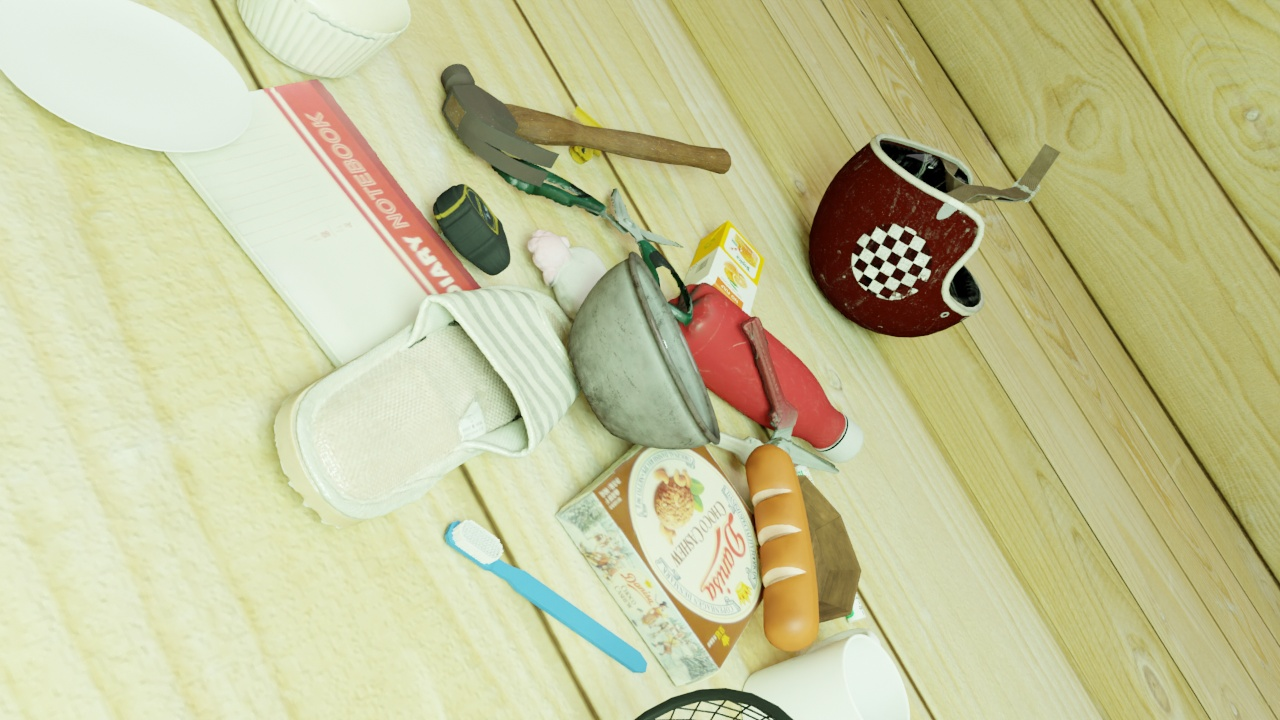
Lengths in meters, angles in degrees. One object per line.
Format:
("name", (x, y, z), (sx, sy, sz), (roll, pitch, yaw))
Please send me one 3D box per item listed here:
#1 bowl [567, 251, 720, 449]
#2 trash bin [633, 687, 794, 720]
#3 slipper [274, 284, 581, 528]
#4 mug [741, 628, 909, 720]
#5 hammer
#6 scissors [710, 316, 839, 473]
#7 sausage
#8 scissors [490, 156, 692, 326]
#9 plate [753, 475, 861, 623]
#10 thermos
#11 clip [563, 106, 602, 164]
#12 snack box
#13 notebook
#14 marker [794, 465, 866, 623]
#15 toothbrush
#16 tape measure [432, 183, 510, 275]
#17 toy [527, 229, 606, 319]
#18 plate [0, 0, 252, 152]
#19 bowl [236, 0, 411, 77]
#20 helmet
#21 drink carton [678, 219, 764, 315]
("bowl", (-0.004, 0.004, 0.639), (0.145, 0.067, 0.145), (-24, 89, -82))
("trash bin", (0.079, 0.302, 0.464), (0.210, 0.185, 0.183), (44, 35, -27))
("slipper", (-0.108, 0.015, 0.569), (0.114, 0.054, 0.271), (60, 32, -1))
("mug", (0.136, 0.235, 0.658), (0.074, 0.091, 0.110), (52, 34, -6))
("hammer", (-0.030, -0.198, 0.829), (0.322, 0.033, 0.115), (-3, 50, -45))
("scissors", (0.096, 0.055, 0.784), (0.179, 0.015, 0.199), (-11, 110, -22))
("sausage", (0.104, 0.134, 0.675), (0.044, 0.039, 0.164), (34, 38, -34))
("scissors", (-0.033, -0.111, 0.772), (0.204, 0.015, 0.201), (21, 29, -28))
("plate", (0.134, 0.159, 0.774), (0.131, 0.025, 0.131), (27, 46, -33))
("thermos", (0.117, 0.022, 0.834), (0.240, 0.073, 0.073), (36, 38, -27))
("clip", (-0.050, -0.209, 0.865), (0.054, 0.046, 0.048), (37, 13, -28))
("snack box", (0.028, 0.130, 0.659), (0.147, 0.041, 0.142), (55, 33, 0))
("notebook", (-0.195, -0.087, 0.593), (0.209, 0.012, 0.152), (52, 33, -5))
("marker", (0.169, 0.163, 0.828), (0.017, 0.017, 0.145), (10, 55, -47))
("toothbrush", (-0.053, 0.149, 0.567), (0.166, 0.014, 0.016), (41, 36, -22))
("tape measure", (-0.122, -0.095, 0.657), (0.061, 0.034, 0.061), (49, 9, -35))
("toy", (-0.043, -0.059, 0.737), (0.122, 0.038, 0.079), (40, 45, -26))
("plate", (-0.292, -0.163, 0.522), (0.134, 0.011, 0.134), (27, 37, -22))
("bowl", (-0.227, -0.248, 0.640), (0.115, 0.063, 0.115), (30, 37, -27))
("helmet", (0.325, -0.154, 1.077), (0.234, 0.254, 0.232), (27, 31, 1))
("drink carton", (0.081, -0.080, 0.906), (0.058, 0.040, 0.122), (44, 35, -16))
